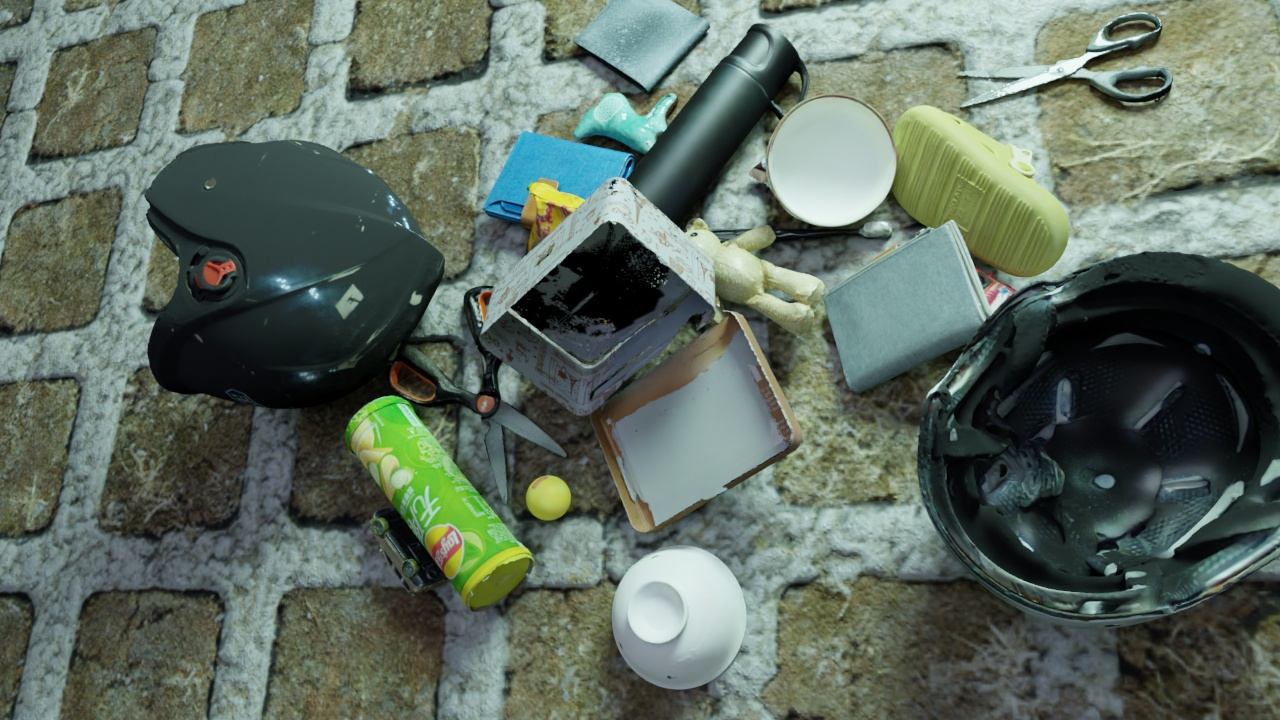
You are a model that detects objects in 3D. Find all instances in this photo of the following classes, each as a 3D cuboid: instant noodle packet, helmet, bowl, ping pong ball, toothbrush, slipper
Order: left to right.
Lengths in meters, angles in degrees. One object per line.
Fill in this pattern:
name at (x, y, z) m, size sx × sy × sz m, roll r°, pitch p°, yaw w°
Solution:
helmet at (-0.324, -0.068, 0.868) m, size 0.230 × 0.234 × 0.274 m, roll 25°, pitch 75°, yaw 9°
ping pong ball at (-0.083, 0.124, 0.826) m, size 0.040 × 0.040 × 0.040 m, roll -6°, pitch 71°, yaw 17°
instant noodle packet at (-0.059, -0.095, 0.851) m, size 0.111 × 0.129 × 0.044 m, roll 24°, pitch 40°, yaw 23°
bowl at (0.023, 0.207, 0.750) m, size 0.118 × 0.064 × 0.118 m, roll -6°, pitch 71°, yaw 16°
toothbrush at (0.138, -0.118, 0.846) m, size 0.181 × 0.018 × 0.015 m, roll 0°, pitch 80°, yaw 21°
bowl at (0.165, -0.176, 0.820) m, size 0.113 × 0.062 × 0.113 m, roll 0°, pitch 97°, yaw -1°
slipper at (0.291, -0.144, 0.776) m, size 0.081 × 0.092 × 0.190 m, roll -15°, pitch 50°, yaw -30°
helmet at (0.324, 0.068, 0.645) m, size 0.273 × 0.157 × 0.230 m, roll -41°, pitch 63°, yaw -10°

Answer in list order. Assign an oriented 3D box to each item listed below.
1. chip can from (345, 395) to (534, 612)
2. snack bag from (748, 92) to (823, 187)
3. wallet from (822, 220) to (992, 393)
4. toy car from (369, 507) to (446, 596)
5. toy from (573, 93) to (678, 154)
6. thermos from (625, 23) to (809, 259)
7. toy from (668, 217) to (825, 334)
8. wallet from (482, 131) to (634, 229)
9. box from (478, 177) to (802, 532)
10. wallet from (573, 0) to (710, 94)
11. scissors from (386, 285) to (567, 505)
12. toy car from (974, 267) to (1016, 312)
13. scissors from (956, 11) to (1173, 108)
chip can at (-0.190, 0.125, 0.846) m, size 0.072 × 0.072 × 0.221 m, roll -45°, pitch 64°, yaw 0°
snack bag at (0.151, -0.204, 0.864) m, size 0.045 × 0.026 × 0.105 m, roll 39°, pitch 90°, yaw 18°
wallet at (0.219, -0.044, 0.761) m, size 0.130 × 0.037 × 0.106 m, roll -32°, pitch 60°, yaw 40°
toy car at (-0.219, 0.176, 0.854) m, size 0.090 × 0.042 × 0.035 m, roll 50°, pitch 114°, yaw 19°
toy at (-0.008, -0.242, 0.931) m, size 0.092 × 0.030 × 0.096 m, roll 35°, pitch 78°, yaw 20°
thermos at (0.065, -0.201, 0.873) m, size 0.090 × 0.068 × 0.242 m, roll 38°, pitch 87°, yaw 5°
toy at (0.092, -0.073, 0.818) m, size 0.157 × 0.066 × 0.105 m, roll 29°, pitch 101°, yaw 32°
wallet at (-0.084, -0.177, 0.930) m, size 0.133 × 0.040 × 0.106 m, roll 18°, pitch 75°, yaw 24°
box at (0.000, -0.002, 0.785) m, size 0.180 × 0.130 × 0.272 m, roll -37°, pitch 91°, yaw 28°
wallet at (0.000, -0.344, 0.967) m, size 0.097 × 0.019 × 0.121 m, roll -47°, pitch 63°, yaw -3°
scissors at (-0.157, 0.023, 0.896) m, size 0.221 × 0.021 × 0.224 m, roll 10°, pitch 75°, yaw 22°
toy car at (0.292, -0.039, 0.752) m, size 0.120 × 0.045 × 0.053 m, roll 35°, pitch 85°, yaw 27°
scissors at (0.380, -0.260, 0.814) m, size 0.163 × 0.014 × 0.166 m, roll 40°, pitch 90°, yaw 28°
